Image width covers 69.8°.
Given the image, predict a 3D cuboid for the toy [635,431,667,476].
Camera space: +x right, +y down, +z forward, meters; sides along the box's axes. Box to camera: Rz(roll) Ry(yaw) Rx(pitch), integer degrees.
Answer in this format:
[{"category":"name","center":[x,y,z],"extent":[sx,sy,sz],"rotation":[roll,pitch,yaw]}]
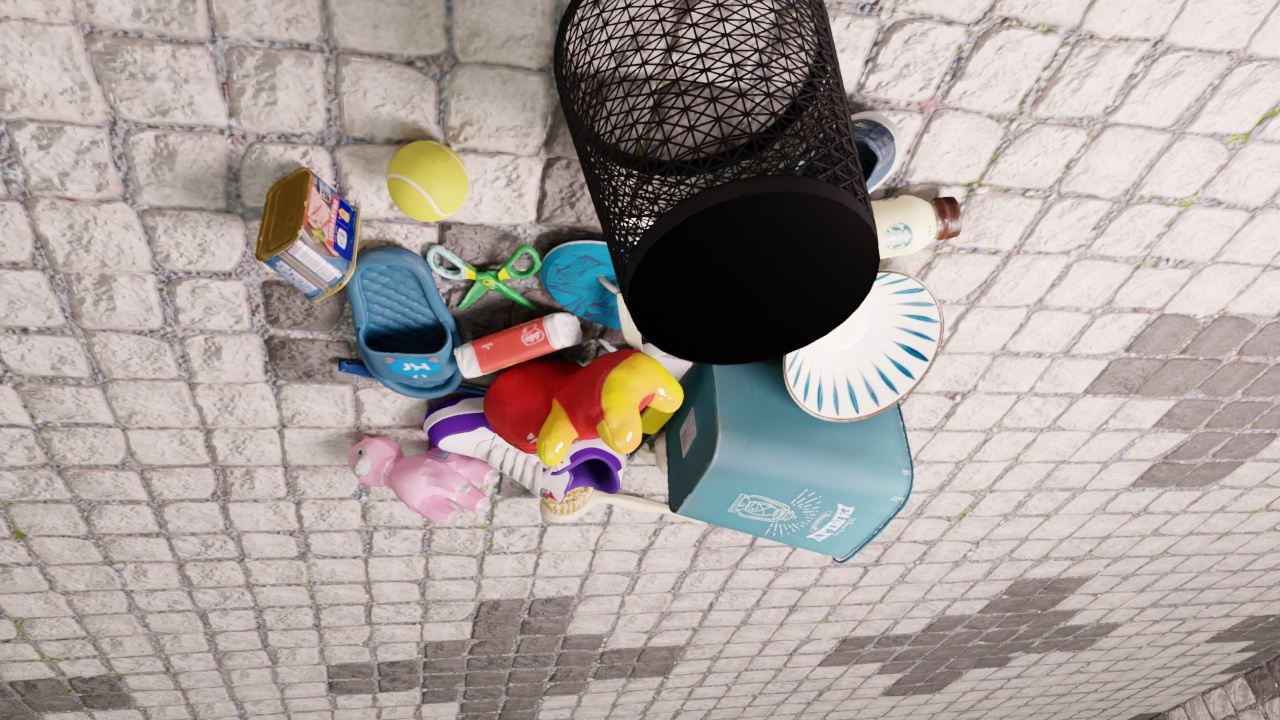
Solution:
[{"category":"toy","center":[0.043,0.117,1.157],"extent":[0.112,0.050,0.087],"rotation":[-15,141,2]}]

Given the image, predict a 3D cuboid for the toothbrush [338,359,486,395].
[{"category":"toothbrush","center":[-0.230,0.020,0.996],"extent":[0.189,0.016,0.017],"rotation":[12,131,-25]}]

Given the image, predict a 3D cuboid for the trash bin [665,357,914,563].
[{"category":"trash bin","center":[0.156,0.101,1.050],"extent":[0.218,0.198,0.197],"rotation":[11,138,-15]}]

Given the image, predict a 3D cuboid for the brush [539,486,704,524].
[{"category":"brush","center":[-0.016,0.197,1.247],"extent":[0.271,0.062,0.078],"rotation":[12,143,-32]}]

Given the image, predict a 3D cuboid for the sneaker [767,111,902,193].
[{"category":"sneaker","center":[0.119,-0.128,0.798],"extent":[0.236,0.087,0.079],"rotation":[-39,179,26]}]

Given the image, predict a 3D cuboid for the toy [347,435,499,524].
[{"category":"toy","center":[-0.255,0.131,1.070],"extent":[0.123,0.157,0.067],"rotation":[-16,127,-66]}]

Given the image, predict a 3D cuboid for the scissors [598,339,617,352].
[{"category":"scissors","center":[-0.008,0.010,1.029],"extent":[0.127,0.014,0.134],"rotation":[-13,144,4]}]

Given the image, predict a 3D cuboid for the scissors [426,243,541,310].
[{"category":"scissors","center":[-0.147,-0.080,0.874],"extent":[0.131,0.011,0.126],"rotation":[25,139,-28]}]

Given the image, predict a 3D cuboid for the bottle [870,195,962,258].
[{"category":"bottle","center":[0.218,-0.123,0.867],"extent":[0.162,0.056,0.057],"rotation":[-10,143,1]}]

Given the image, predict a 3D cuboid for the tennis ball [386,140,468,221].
[{"category":"tennis ball","center":[-0.173,-0.146,0.747],"extent":[0.065,0.065,0.065],"rotation":[-6,143,-5]}]

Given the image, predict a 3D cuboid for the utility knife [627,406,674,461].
[{"category":"utility knife","center":[-0.012,0.101,1.140],"extent":[0.029,0.020,0.204],"rotation":[35,137,-5]}]

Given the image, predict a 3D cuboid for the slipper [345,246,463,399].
[{"category":"slipper","center":[-0.234,-0.026,0.900],"extent":[0.104,0.059,0.214],"rotation":[-6,141,-1]}]

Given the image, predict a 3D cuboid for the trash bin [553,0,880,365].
[{"category":"trash bin","center":[0.056,-0.142,0.652],"extent":[0.217,0.242,0.217],"rotation":[-6,143,-5]}]

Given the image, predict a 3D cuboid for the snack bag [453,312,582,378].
[{"category":"snack bag","center":[-0.122,-0.016,0.927],"extent":[0.116,0.036,0.077],"rotation":[-18,-179,11]}]

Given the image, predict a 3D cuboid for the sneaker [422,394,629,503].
[{"category":"sneaker","center":[-0.126,0.111,1.057],"extent":[0.244,0.111,0.092],"rotation":[4,141,-17]}]

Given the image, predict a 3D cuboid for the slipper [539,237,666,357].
[{"category":"slipper","center":[0.030,-0.040,0.924],"extent":[0.294,0.060,0.118],"rotation":[17,148,-26]}]

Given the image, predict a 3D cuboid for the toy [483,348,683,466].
[{"category":"toy","center":[-0.071,0.043,0.952],"extent":[0.217,0.147,0.099],"rotation":[-4,108,38]}]

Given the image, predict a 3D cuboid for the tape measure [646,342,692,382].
[{"category":"tape measure","center":[0.019,0.010,1.005],"extent":[0.062,0.020,0.060],"rotation":[12,138,-22]}]

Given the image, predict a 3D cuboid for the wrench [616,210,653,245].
[{"category":"wrench","center":[0.068,-0.077,0.935],"extent":[0.047,0.009,0.273],"rotation":[-33,137,28]}]

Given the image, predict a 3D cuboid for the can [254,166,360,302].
[{"category":"can","center":[-0.272,-0.104,0.753],"extent":[0.054,0.099,0.059],"rotation":[-25,139,18]}]

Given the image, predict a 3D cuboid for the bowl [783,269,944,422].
[{"category":"bowl","center":[0.220,-0.027,0.963],"extent":[0.177,0.071,0.177],"rotation":[-8,122,-13]}]
